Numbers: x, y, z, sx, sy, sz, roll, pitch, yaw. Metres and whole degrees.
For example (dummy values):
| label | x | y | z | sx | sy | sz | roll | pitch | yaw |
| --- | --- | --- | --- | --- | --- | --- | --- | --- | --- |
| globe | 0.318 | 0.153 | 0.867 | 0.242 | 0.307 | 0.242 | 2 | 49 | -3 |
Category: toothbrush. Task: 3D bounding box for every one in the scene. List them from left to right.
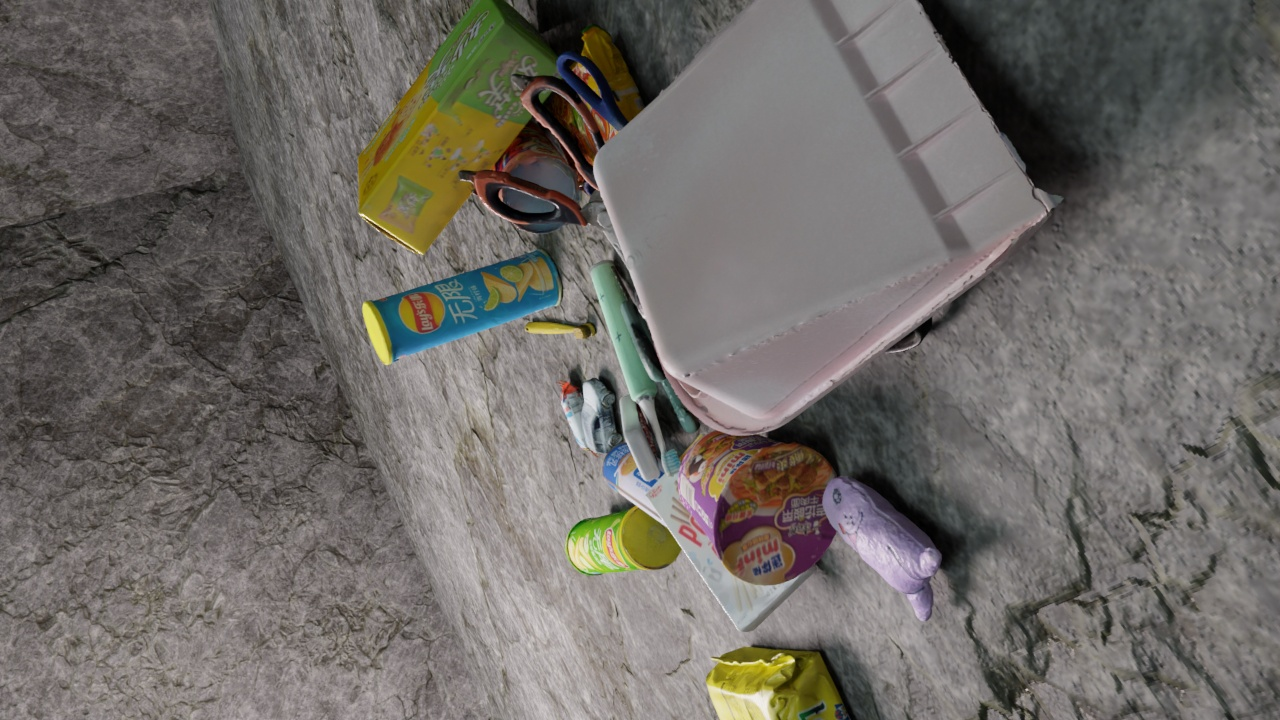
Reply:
| label | x | y | z | sx | sy | sz | roll | pitch | yaw |
| --- | --- | --- | --- | --- | --- | --- | --- | --- | --- |
| toothbrush | -0.100 | -0.036 | 1.078 | 0.190 | 0.016 | 0.016 | 7 | 115 | 62 |
| toothbrush | -0.005 | 0.005 | 0.864 | 0.027 | 0.026 | 0.224 | -28 | 68 | 25 |

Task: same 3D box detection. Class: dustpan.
| label | x | y | z | sx | sy | sz | roll | pitch | yaw |
| --- | --- | --- | --- | --- | --- | --- | --- | --- | --- |
| dustpan | 0.086 | -0.084 | 0.554 | 0.274 | 0.138 | 0.222 | -29 | 62 | 25 |

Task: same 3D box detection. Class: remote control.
| label | x | y | z | sx | sy | sz | roll | pitch | yaw |
| --- | --- | --- | --- | --- | --- | --- | --- | --- | --- |
| remote control | -0.001 | 0.073 | 0.896 | 0.136 | 0.020 | 0.056 | -105 | -8 | -78 |

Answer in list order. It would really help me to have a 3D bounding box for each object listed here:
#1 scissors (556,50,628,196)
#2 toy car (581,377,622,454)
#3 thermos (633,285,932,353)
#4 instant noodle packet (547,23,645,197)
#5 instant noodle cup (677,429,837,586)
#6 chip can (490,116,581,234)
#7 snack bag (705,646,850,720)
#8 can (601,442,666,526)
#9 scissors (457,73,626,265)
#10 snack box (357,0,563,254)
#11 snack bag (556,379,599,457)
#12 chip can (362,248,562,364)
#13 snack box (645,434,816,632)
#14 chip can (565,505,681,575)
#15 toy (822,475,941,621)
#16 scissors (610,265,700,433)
| label | x | y | z | sx | sy | sz | roll | pitch | yaw |
| --- | --- | --- | --- | --- | --- | --- | --- | --- | --- |
| scissors | -0.010 | -0.168 | 0.725 | 0.173 | 0.012 | 0.163 | 47 | 151 | 6 |
| toy car | -0.048 | 0.063 | 1.034 | 0.043 | 0.034 | 0.091 | 36 | 139 | 55 |
| thermos | 0.090 | -0.042 | 0.632 | 0.090 | 0.068 | 0.243 | 55 | 157 | -22 |
| instant noodle packet | -0.035 | -0.207 | 0.787 | 0.110 | 0.044 | 0.129 | 62 | 154 | 5 |
| instant noodle cup | 0.087 | 0.105 | 0.722 | 0.099 | 0.111 | 0.111 | -147 | 42 | -66 |
| chip can | -0.112 | -0.186 | 0.857 | 0.214 | 0.071 | 0.071 | -121 | 22 | -57 |
| snack bag | 0.149 | 0.379 | 0.846 | 0.246 | 0.068 | 0.158 | 65 | 155 | 5 |
| can | 0.014 | 0.128 | 0.933 | 0.135 | 0.053 | 0.053 | 25 | 131 | 56 |
| scissors | -0.043 | -0.129 | 0.733 | 0.015 | 0.226 | 0.189 | -73 | -9 | -52 |
| snack box | -0.168 | -0.218 | 0.825 | 0.070 | 0.210 | 0.157 | 33 | -164 | -30 |
| snack bag | -0.073 | 0.070 | 1.097 | 0.048 | 0.026 | 0.104 | 148 | 100 | -77 |
| chip can | -0.195 | -0.062 | 1.020 | 0.071 | 0.209 | 0.071 | 44 | 145 | 42 |
| snack box | 0.076 | 0.149 | 0.808 | 0.085 | 0.026 | 0.156 | -50 | 57 | 19 |
| chip can | -0.025 | 0.208 | 1.054 | 0.072 | 0.072 | 0.222 | 67 | 155 | 5 |
| toy | 0.168 | 0.124 | 0.641 | 0.108 | 0.038 | 0.084 | 43 | 153 | 42 |
| scissors | 0.008 | -0.012 | 0.801 | 0.170 | 0.019 | 0.181 | 64 | -175 | 4 |
